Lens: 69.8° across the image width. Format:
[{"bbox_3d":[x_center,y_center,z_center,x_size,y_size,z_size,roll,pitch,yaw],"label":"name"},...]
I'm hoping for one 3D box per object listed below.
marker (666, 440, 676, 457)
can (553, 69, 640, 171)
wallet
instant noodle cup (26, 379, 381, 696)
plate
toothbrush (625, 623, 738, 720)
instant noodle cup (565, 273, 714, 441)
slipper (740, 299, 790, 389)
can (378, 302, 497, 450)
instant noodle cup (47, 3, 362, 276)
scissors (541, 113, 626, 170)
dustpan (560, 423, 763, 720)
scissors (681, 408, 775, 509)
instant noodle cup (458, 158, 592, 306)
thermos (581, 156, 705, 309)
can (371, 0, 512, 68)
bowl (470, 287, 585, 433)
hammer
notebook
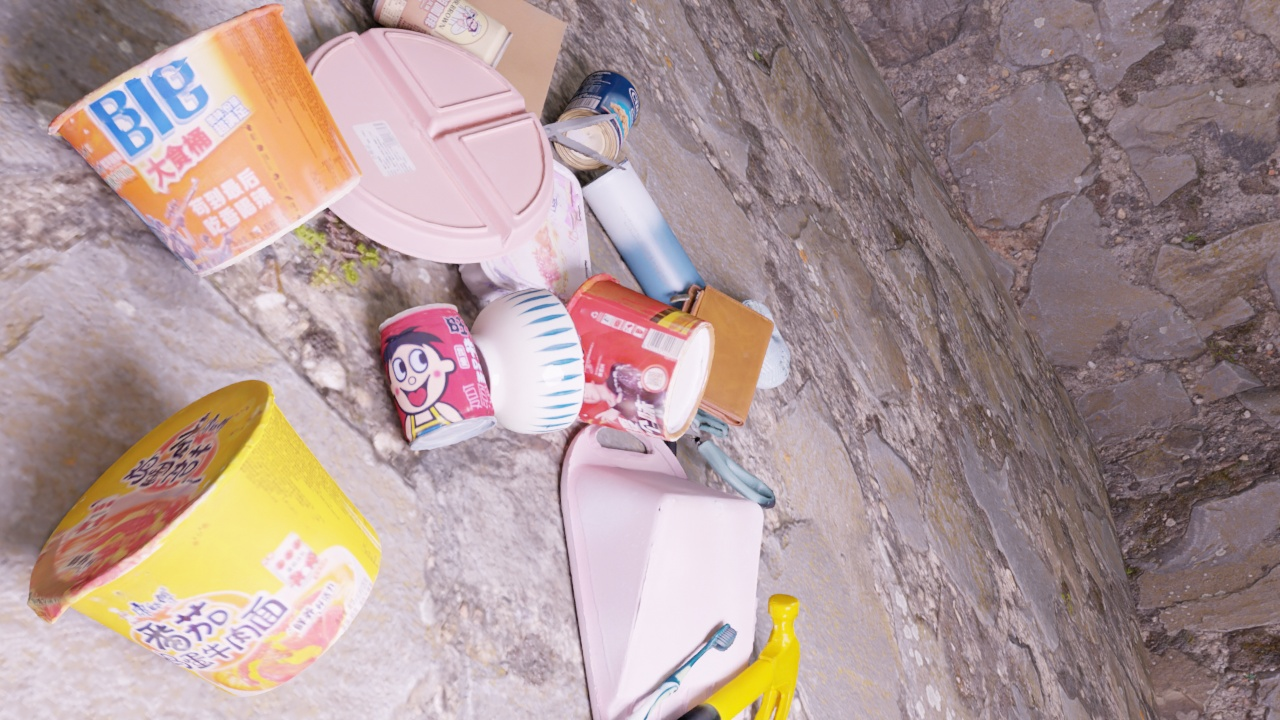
[{"bbox_3d":[0.032,0.047,0.974,0.018,0.015,0.124,42,40,-47],"label":"marker"},{"bbox_3d":[-0.048,-0.267,1.021,0.075,0.075,0.110,49,34,-23],"label":"can"},{"bbox_3d":[0.075,-0.011,0.966,0.119,0.035,0.130,26,61,-8],"label":"wallet"},{"bbox_3d":[-0.210,0.095,0.469,0.110,0.138,0.137,56,31,-30],"label":"instant noodle cup"},{"bbox_3d":[-0.170,-0.182,0.746,0.229,0.028,0.229,16,55,-25],"label":"plate"},{"bbox_3d":[0.024,0.267,0.739,0.191,0.018,0.016,-29,133,-46],"label":"toothbrush"},{"bbox_3d":[-0.005,0.005,0.799,0.137,0.109,0.138,-53,153,-43],"label":"instant noodle cup"},{"bbox_3d":[0.132,-0.018,1.119,0.104,0.074,0.245,64,15,0],"label":"slipper"},{"bbox_3d":[-0.150,0.012,0.673,0.066,0.067,0.093,-3,70,-57],"label":"can"},{"bbox_3d":[-0.251,-0.129,0.557,0.111,0.152,0.151,60,30,-23],"label":"instant noodle cup"},{"bbox_3d":[-0.098,-0.231,0.915,0.180,0.014,0.159,-34,80,-35],"label":"scissors"},{"bbox_3d":[0.008,0.194,0.836,0.222,0.139,0.273,19,81,-52],"label":"dustpan"},{"bbox_3d":[0.080,0.093,0.929,0.181,0.019,0.170,50,13,18],"label":"scissors"},{"bbox_3d":[-0.112,-0.115,0.830,0.138,0.060,0.173,24,47,-47],"label":"instant noodle cup"},{"bbox_3d":[0.017,-0.114,1.018,0.220,0.070,0.070,57,32,-12],"label":"thermos"},{"bbox_3d":[-0.180,-0.305,0.834,0.116,0.059,0.058,30,41,-15],"label":"can"},{"bbox_3d":[-0.101,0.004,0.720,0.066,0.117,0.116,-12,77,-34],"label":"bowl"},{"bbox_3d":[0.057,0.304,0.775,0.299,0.033,0.129,-11,104,-52],"label":"hammer"},{"bbox_3d":[-0.155,-0.318,0.915,0.149,0.012,0.211,25,45,-19],"label":"notebook"}]
